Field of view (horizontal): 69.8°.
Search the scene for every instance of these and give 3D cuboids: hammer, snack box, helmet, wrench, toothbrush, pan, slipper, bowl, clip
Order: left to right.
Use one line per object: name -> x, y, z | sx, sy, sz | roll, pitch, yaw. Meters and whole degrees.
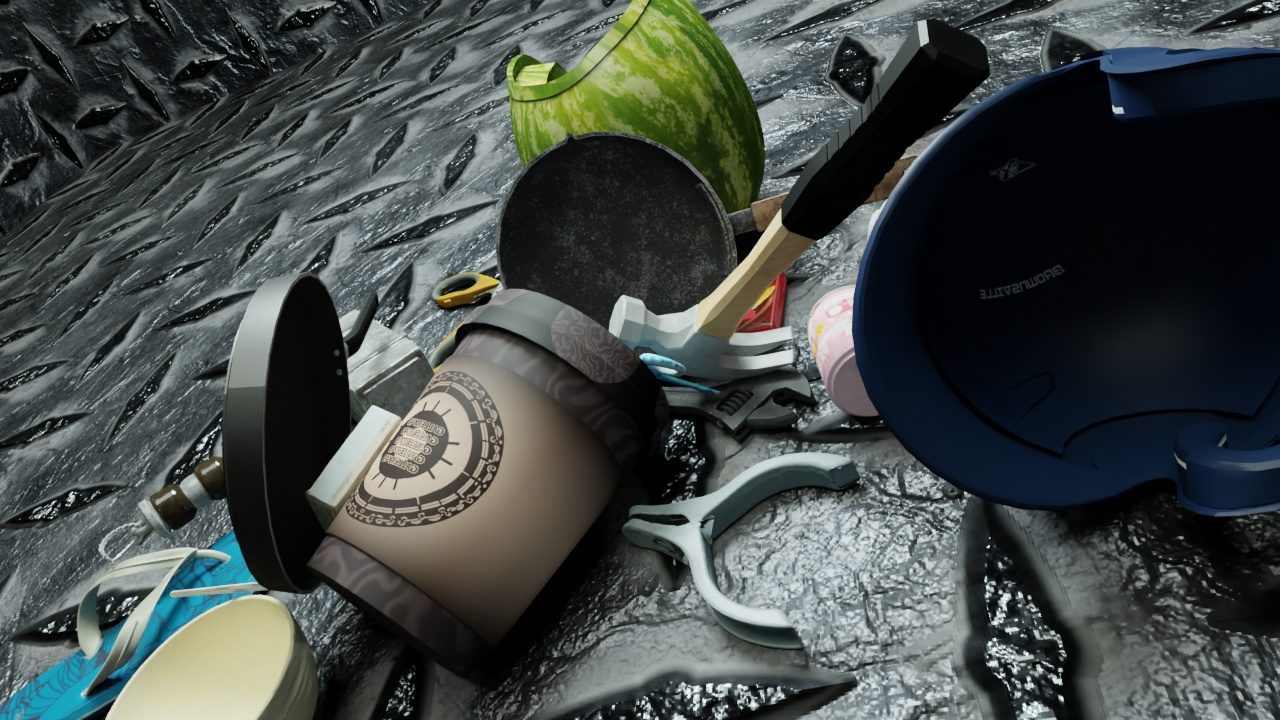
slipper -> -0.436, 0.228, 0.782 | 0.294, 0.060, 0.118 | -37, 38, -12
bowl -> -0.282, 0.245, 0.630 | 0.151, 0.075, 0.150 | -20, 35, 14
hammer -> -0.352, 0.078, 0.869 | 0.325, 0.079, 0.177 | -37, 34, -23
toothbrush -> -0.249, 0.167, 0.681 | 0.181, 0.010, 0.010 | -1, 27, -20
pan -> -0.250, 0.021, 0.712 | 0.034, 0.226, 0.355 | -1, 27, -5
snack box -> -0.203, 0.106, 0.696 | 0.026, 0.150, 0.081 | 23, 58, 11
helmet -> 0.005, -0.197, 0.853 | 0.214, 0.247, 0.242 | -23, 38, 24
wrench -> 0.015, 0.031, 0.751 | 0.274, 0.018, 0.072 | 0, 42, 38
pan -> 0.051, -0.101, 0.718 | 0.358, 0.208, 0.040 | -13, 15, 21
snack box -> 0.059, -0.038, 0.804 | 0.133, 0.021, 0.089 | -12, 37, 24
clip -> 0.074, 0.120, 0.584 | 0.164, 0.032, 0.165 | -28, 33, 0
hammer -> 0.096, -0.080, 0.587 | 0.329, 0.131, 0.039 | 129, 152, -53
helmet -> 0.238, -0.042, 0.496 | 0.272, 0.232, 0.223 | -19, 12, -11

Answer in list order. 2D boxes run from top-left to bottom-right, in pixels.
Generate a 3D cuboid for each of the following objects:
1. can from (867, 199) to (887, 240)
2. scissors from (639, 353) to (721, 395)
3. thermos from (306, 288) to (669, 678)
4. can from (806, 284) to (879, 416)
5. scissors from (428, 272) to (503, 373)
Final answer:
can -> 0.245, -0.085, 0.672 | 0.140, 0.088, 0.087 | -2, 42, 34
scissors -> -0.005, 0.004, 0.690 | 0.140, 0.134, 0.011 | 14, 85, 8
thermos -> -0.106, 0.086, 0.640 | 0.173, 0.173, 0.225 | 10, 56, 43
can -> 0.158, -0.007, 0.652 | 0.067, 0.067, 0.076 | -21, 34, 11
scissors -> -0.170, -0.061, 0.995 | 0.226, 0.016, 0.229 | -5, 44, 38
